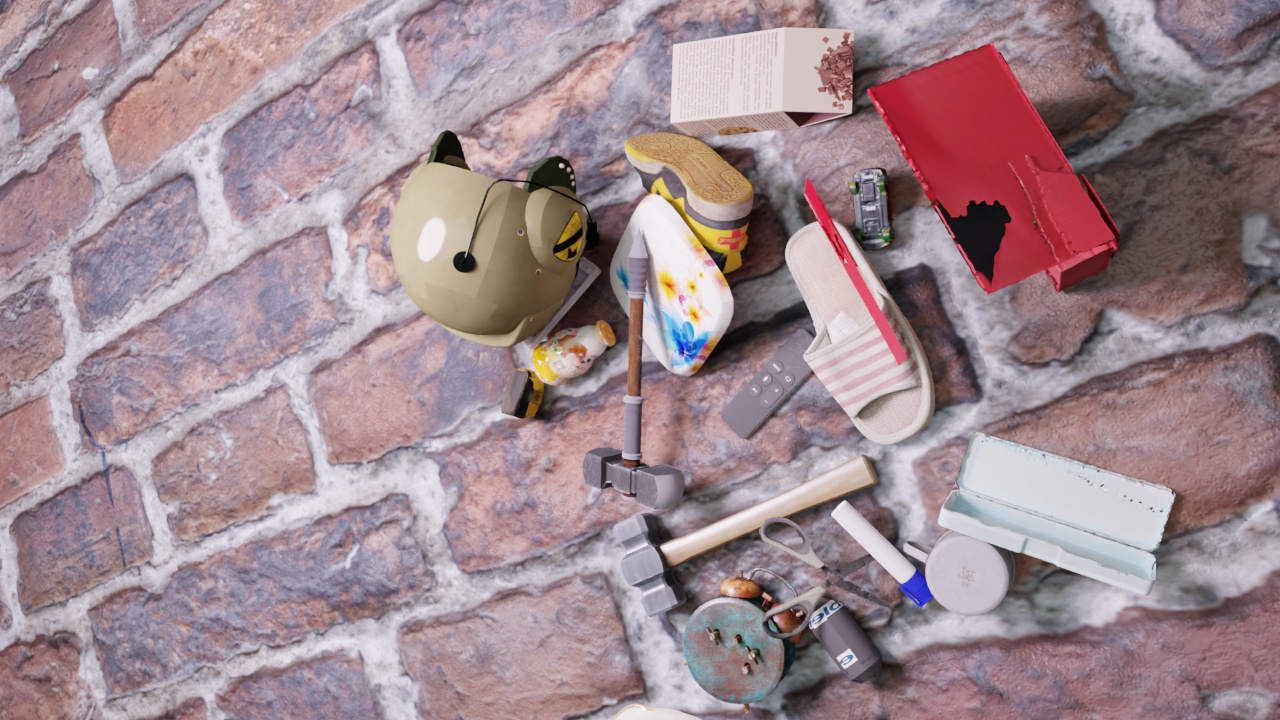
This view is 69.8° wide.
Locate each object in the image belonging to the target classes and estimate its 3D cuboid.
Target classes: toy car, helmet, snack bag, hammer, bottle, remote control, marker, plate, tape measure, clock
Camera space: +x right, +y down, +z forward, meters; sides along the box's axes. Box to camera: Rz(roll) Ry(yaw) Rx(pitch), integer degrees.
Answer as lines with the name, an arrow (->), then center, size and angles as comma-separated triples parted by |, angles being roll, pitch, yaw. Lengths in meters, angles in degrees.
toy car -> 0.259, -0.168, 1.021 | 0.042, 0.036, 0.091 | -2, 98, 34
helmet -> -0.177, -0.136, 1.106 | 0.250, 0.255, 0.233 | 19, 92, 29
snack bag -> 0.144, -0.324, 1.068 | 0.207, 0.069, 0.094 | 1, 88, 27
hammer -> 0.121, 0.190, 1.070 | 0.323, 0.051, 0.117 | -28, 76, 20
bottle -> 0.219, 0.301, 1.013 | 0.047, 0.047, 0.112 | -43, 70, 18
remote control -> 0.155, 0.028, 1.079 | 0.147, 0.008, 0.045 | -49, 69, 16
remote control -> -0.107, -0.075, 1.184 | 0.136, 0.011, 0.050 | -49, 35, 0
marker -> 0.262, 0.208, 0.992 | 0.027, 0.023, 0.133 | -44, 82, -6
plate -> 0.027, -0.083, 1.084 | 0.187, 0.016, 0.187 | 56, 147, 18
hammer -> -0.007, 0.008, 1.089 | 0.156, 0.043, 0.322 | 12, 105, 46
bottle -> -0.085, -0.012, 1.172 | 0.109, 0.063, 0.063 | -27, 76, 22
tape measure -> -0.151, 0.044, 1.202 | 0.037, 0.064, 0.065 | 16, 86, 19
clock -> 0.120, 0.313, 1.047 | 0.121, 0.073, 0.158 | 31, 100, 25

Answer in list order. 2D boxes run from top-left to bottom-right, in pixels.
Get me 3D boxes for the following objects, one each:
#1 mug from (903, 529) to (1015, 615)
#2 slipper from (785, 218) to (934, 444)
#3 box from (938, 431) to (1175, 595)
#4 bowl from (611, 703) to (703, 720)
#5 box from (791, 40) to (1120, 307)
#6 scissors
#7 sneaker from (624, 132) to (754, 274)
mug -> 0.326, 0.213, 0.951 | 0.113, 0.070, 0.084 | 15, 94, 25
slipper -> 0.233, -0.032, 1.010 | 0.115, 0.052, 0.263 | -27, 81, 27
box -> 0.410, 0.149, 0.912 | 0.198, 0.078, 0.122 | 17, 76, 25
bowl -> 0.029, 0.517, 1.091 | 0.189, 0.060, 0.219 | -47, 68, 16
box -> 0.318, -0.170, 0.809 | 0.124, 0.377, 0.211 | -36, 73, 38
scissors -> 0.192, 0.240, 1.003 | 0.170, 0.012, 0.157 | 36, 81, 14
sneaker -> 0.055, -0.185, 1.102 | 0.238, 0.086, 0.122 | -129, 30, -48
